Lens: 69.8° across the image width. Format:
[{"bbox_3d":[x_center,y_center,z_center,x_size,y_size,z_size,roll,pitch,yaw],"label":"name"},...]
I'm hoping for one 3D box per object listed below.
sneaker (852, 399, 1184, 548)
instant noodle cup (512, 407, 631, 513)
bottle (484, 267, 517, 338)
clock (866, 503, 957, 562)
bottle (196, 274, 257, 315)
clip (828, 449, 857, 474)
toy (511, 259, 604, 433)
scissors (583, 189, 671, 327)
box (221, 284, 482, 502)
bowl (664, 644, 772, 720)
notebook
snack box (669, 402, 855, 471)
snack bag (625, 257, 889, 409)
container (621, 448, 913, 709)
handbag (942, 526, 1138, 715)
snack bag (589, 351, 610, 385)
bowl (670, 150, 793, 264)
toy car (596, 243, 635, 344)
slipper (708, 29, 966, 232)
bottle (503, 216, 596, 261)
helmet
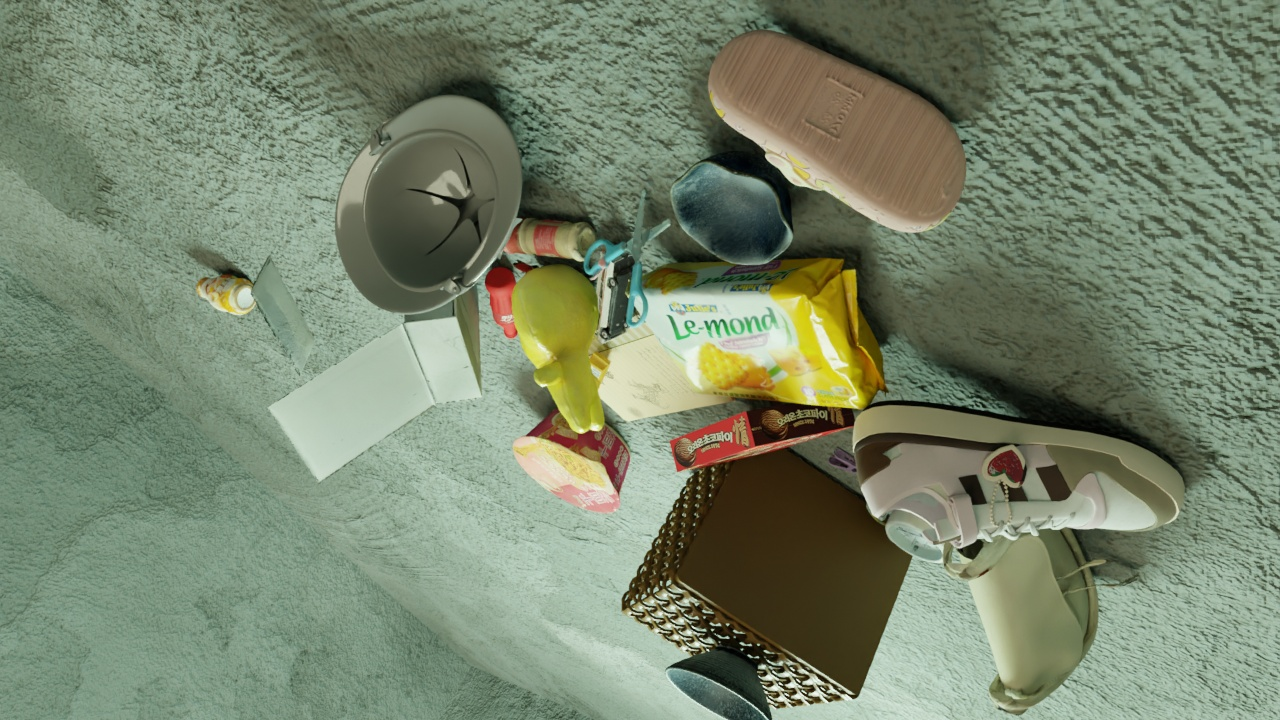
[{"bbox_3d":[0.333,0.122,0.809,0.294,0.116,0.112,13,150,0],"label":"sneaker"},{"bbox_3d":[-0.090,0.139,1.335,0.179,0.077,0.179,24,149,15],"label":"instant noodle cup"},{"bbox_3d":[-0.167,-0.066,1.135,0.036,0.036,0.119,24,150,15],"label":"bottle"},{"bbox_3d":[0.310,0.181,1.036,0.118,0.057,0.083,8,144,48],"label":"clock"},{"bbox_3d":[-0.701,-0.115,1.550,0.109,0.063,0.063,14,146,28],"label":"bottle"},{"bbox_3d":[0.241,0.120,1.053,0.051,0.013,0.032,27,152,5],"label":"clip"},{"bbox_3d":[-0.085,-0.020,1.011,0.092,0.207,0.133,-13,174,15],"label":"toy"},{"bbox_3d":[-0.010,-0.090,0.884,0.135,0.015,0.129,-28,72,52],"label":"scissors"},{"bbox_3d":[-0.290,-0.006,1.034,0.165,0.329,0.167,37,154,24],"label":"box"},{"bbox_3d":[0.101,0.369,1.066,0.137,0.057,0.137,24,150,14],"label":"bowl"},{"bbox_3d":[-0.007,0.007,1.106,0.167,0.024,0.226,43,149,-21],"label":"notebook"},{"bbox_3d":[0.128,0.078,0.984,0.152,0.132,0.036,-30,71,58],"label":"snack box"},{"bbox_3d":[0.117,-0.031,0.885,0.248,0.068,0.160,4,139,41],"label":"snack bag"},{"bbox_3d":[0.155,0.266,1.144,0.251,0.219,0.215,33,151,-2],"label":"container"},{"bbox_3d":[0.401,0.236,0.921,0.132,0.183,0.229,-6,117,45],"label":"handbag"},{"bbox_3d":[-0.056,0.016,1.119,0.026,0.020,0.099,34,153,4],"label":"snack bag"},{"bbox_3d":[0.084,-0.136,0.768,0.110,0.055,0.110,24,151,14],"label":"bowl"},{"bbox_3d":[-0.029,-0.072,0.970,0.039,0.039,0.113,43,142,30],"label":"toy car"},{"bbox_3d":[0.138,-0.162,0.662,0.197,0.093,0.081,33,171,2],"label":"slipper"},{"bbox_3d":[-0.099,-0.129,0.969,0.109,0.044,0.044,11,144,33],"label":"bottle"},{"bbox_3d":[-0.189,-0.160,0.942,0.272,0.117,0.183,-30,87,34],"label":"helmet"}]
